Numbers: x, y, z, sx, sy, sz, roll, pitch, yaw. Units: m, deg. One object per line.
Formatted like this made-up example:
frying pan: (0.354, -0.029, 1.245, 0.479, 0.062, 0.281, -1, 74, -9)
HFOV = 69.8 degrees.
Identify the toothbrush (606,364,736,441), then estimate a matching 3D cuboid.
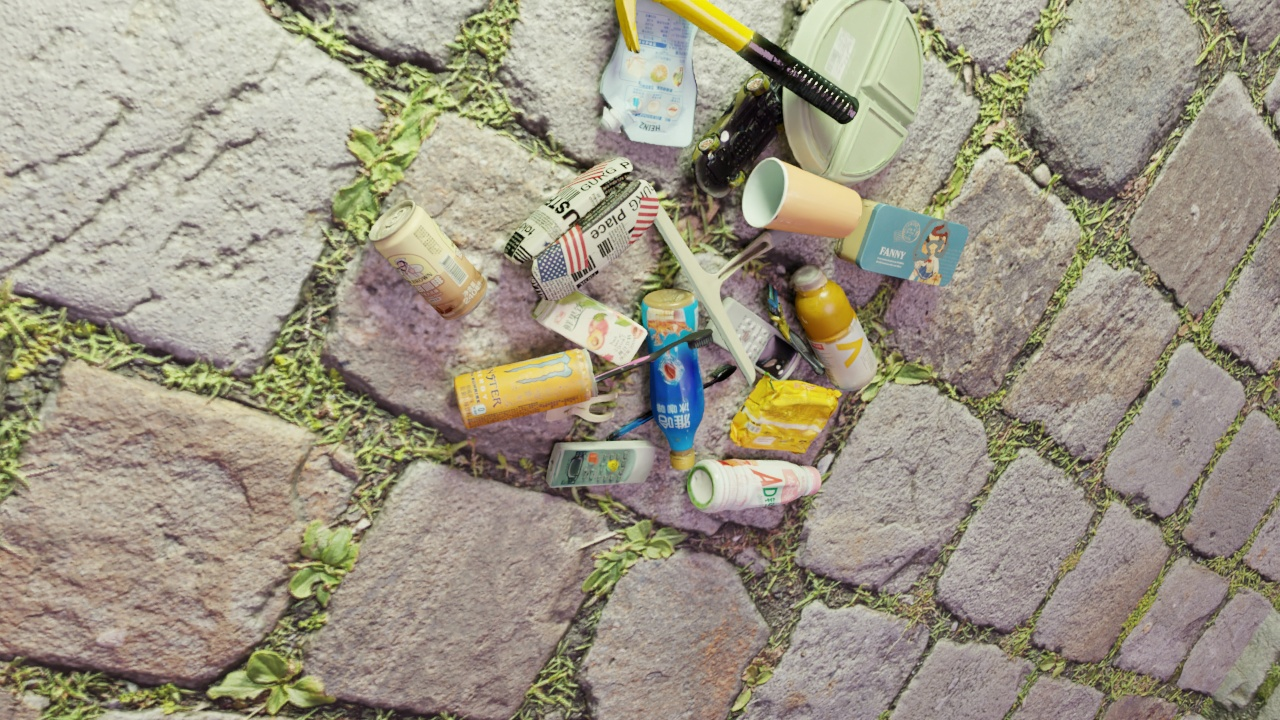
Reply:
toothbrush: (0.038, 0.051, 1.131, 0.189, 0.016, 0.014, -29, 127, -12)

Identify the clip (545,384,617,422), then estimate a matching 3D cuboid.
clip: (-0.073, 0.050, 1.046, 0.100, 0.072, 0.035, 1, 111, -33)

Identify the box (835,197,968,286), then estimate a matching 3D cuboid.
box: (0.329, -0.153, 1.173, 0.184, 0.062, 0.090, 4, 109, -33)

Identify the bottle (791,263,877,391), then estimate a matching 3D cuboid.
bottle: (0.244, -0.042, 1.170, 0.068, 0.068, 0.189, -40, 125, -9)

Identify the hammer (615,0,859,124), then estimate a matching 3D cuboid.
hammer: (0.104, -0.321, 0.926, 0.300, 0.033, 0.129, 23, 104, -27)

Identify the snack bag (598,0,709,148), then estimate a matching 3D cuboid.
snack bag: (0.017, -0.318, 0.936, 0.110, 0.039, 0.191, -3, 114, -32)

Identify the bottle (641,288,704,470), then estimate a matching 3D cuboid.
bottle: (0.041, 0.027, 1.080, 0.065, 0.065, 0.219, -16, 115, -23)

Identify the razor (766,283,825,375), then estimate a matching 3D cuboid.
razor: (0.192, -0.031, 1.153, 0.022, 0.042, 0.143, -27, 117, 23)

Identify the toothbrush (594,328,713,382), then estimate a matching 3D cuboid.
toothbrush: (-0.006, 0.006, 1.021, 0.189, 0.014, 0.018, -22, 123, 2)

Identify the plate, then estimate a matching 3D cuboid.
plate: (0.252, -0.313, 1.054, 0.229, 0.027, 0.230, -15, 115, -35)

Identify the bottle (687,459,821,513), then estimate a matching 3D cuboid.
bottle: (0.156, 0.164, 1.216, 0.196, 0.068, 0.068, 3, 110, -35)

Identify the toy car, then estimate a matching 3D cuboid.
toy car: (0.110, -0.251, 1.014, 0.158, 0.042, 0.070, -51, 130, -8)

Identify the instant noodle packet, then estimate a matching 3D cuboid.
instant noodle packet: (0.185, 0.070, 1.193, 0.128, 0.044, 0.111, 11, 121, -31)

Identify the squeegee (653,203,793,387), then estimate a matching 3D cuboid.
squeegee: (0.150, -0.141, 1.091, 0.246, 0.039, 0.246, -37, 107, -18)

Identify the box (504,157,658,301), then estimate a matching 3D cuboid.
box: (-0.058, -0.134, 0.949, 0.162, 0.075, 0.086, -40, 118, -11)

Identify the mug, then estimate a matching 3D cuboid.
mug: (0.188, -0.179, 1.047, 0.122, 0.078, 0.078, 8, 107, -30)

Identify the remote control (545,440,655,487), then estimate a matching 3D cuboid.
remote control: (-0.046, 0.124, 1.106, 0.135, 0.019, 0.056, 2, 117, -30)

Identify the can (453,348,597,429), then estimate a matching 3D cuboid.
can: (-0.122, 0.029, 0.979, 0.146, 0.058, 0.058, -13, 118, -8)

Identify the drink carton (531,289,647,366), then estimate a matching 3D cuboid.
drink carton: (-0.056, -0.041, 1.013, 0.122, 0.045, 0.053, 29, 94, -36)

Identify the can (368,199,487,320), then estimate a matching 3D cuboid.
can: (-0.205, -0.096, 0.895, 0.058, 0.058, 0.116, -44, 125, -6)

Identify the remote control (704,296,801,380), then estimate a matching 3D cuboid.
remote control: (0.145, -0.023, 1.151, 0.150, 0.021, 0.058, 30, 95, -35)
